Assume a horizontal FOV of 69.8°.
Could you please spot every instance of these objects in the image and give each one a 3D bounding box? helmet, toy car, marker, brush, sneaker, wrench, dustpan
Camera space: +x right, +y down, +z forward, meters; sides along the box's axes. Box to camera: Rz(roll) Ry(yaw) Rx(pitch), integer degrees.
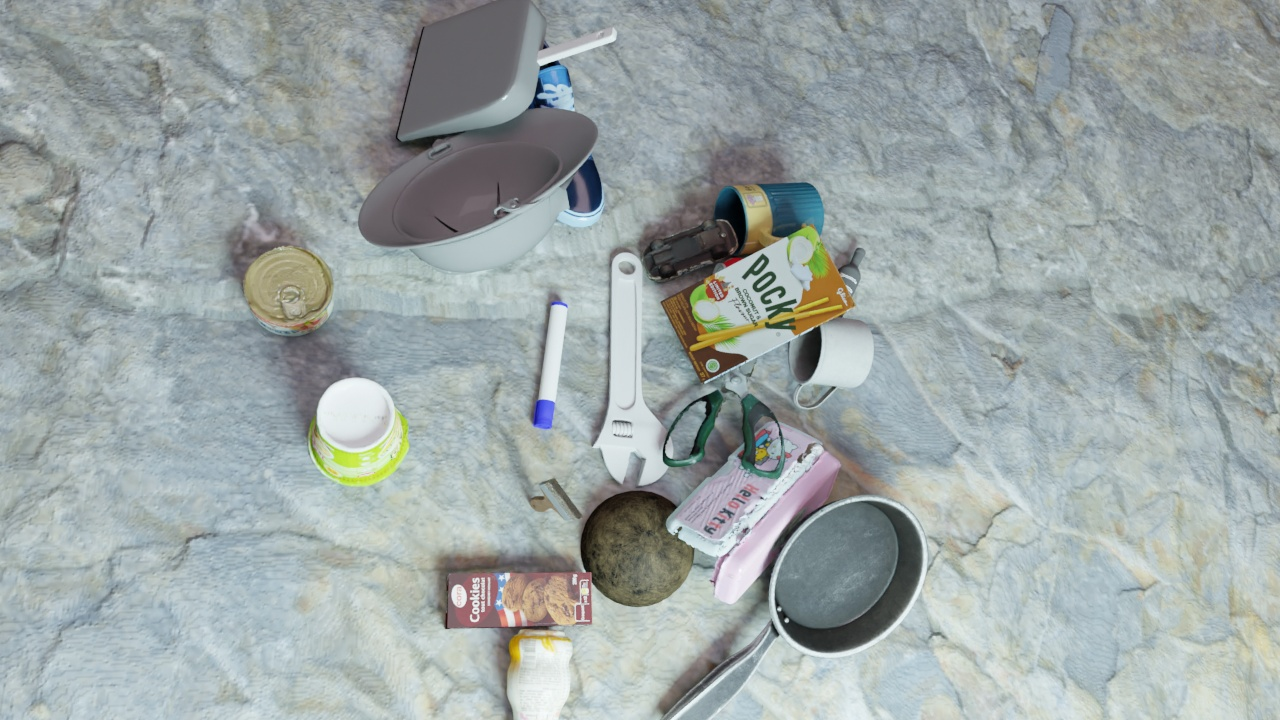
[{"bbox_3d":[-0.158,-0.158,0.986,0.270,0.118,0.183,-32,48,-18],"label":"helmet"},{"bbox_3d":[0.057,-0.126,1.066,0.113,0.040,0.048,-20,72,4],"label":"toy car"},{"bbox_3d":[-0.098,0.004,1.000,0.020,0.020,0.141,10,70,-12],"label":"marker"},{"bbox_3d":[-0.090,0.137,0.891,0.008,0.143,0.045,-37,94,-22],"label":"brush"},{"bbox_3d":[-0.104,-0.272,1.044,0.083,0.098,0.241,-19,79,-21],"label":"sneaker"},{"bbox_3d":[-0.006,0.006,1.027,0.086,0.018,0.272,6,70,-14],"label":"wrench"},{"bbox_3d":[-0.145,-0.330,1.004,0.258,0.033,0.163,-8,63,28],"label":"dustpan"}]

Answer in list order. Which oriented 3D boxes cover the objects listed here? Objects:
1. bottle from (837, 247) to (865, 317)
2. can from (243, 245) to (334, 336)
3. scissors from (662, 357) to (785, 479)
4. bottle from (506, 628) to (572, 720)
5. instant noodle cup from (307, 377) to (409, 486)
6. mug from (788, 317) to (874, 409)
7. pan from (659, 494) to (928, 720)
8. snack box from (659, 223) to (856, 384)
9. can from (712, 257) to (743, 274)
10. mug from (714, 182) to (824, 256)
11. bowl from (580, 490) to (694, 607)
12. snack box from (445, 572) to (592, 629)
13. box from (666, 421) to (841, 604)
[{"bbox_3d":[0.249,-0.093,1.121,0.030,0.030,0.112,32,67,-4],"label":"bottle"},{"bbox_3d":[-0.358,-0.070,0.938,0.086,0.043,0.086,5,72,-14],"label":"can"},{"bbox_3d":[0.081,0.047,1.016,0.147,0.015,0.209,-7,48,4],"label":"scissors"},{"bbox_3d":[-0.098,0.314,0.876,0.063,0.063,0.108,7,71,-13],"label":"bottle"},{"bbox_3d":[-0.273,0.064,0.884,0.099,0.108,0.098,4,72,-13],"label":"instant noodle cup"},{"bbox_3d":[0.217,0.003,1.061,0.070,0.084,0.113,6,101,-16],"label":"mug"},{"bbox_3d":[0.149,0.274,0.949,0.356,0.055,0.187,-35,114,-6],"label":"pan"},{"bbox_3d":[0.128,-0.061,1.009,0.186,0.031,0.101,-27,84,4],"label":"snack box"},{"bbox_3d":[0.140,-0.086,1.070,0.104,0.064,0.064,1,72,-15],"label":"can"},{"bbox_3d":[0.158,-0.160,1.080,0.107,0.083,0.113,-7,35,-21],"label":"mug"},{"bbox_3d":[0.003,0.191,0.947,0.121,0.056,0.121,5,71,-14],"label":"bowl"},{"bbox_3d":[-0.120,0.238,0.911,0.140,0.032,0.051,3,72,-15],"label":"snack box"},{"bbox_3d":[0.117,0.151,0.975,0.103,0.087,0.201,35,51,23],"label":"box"}]
